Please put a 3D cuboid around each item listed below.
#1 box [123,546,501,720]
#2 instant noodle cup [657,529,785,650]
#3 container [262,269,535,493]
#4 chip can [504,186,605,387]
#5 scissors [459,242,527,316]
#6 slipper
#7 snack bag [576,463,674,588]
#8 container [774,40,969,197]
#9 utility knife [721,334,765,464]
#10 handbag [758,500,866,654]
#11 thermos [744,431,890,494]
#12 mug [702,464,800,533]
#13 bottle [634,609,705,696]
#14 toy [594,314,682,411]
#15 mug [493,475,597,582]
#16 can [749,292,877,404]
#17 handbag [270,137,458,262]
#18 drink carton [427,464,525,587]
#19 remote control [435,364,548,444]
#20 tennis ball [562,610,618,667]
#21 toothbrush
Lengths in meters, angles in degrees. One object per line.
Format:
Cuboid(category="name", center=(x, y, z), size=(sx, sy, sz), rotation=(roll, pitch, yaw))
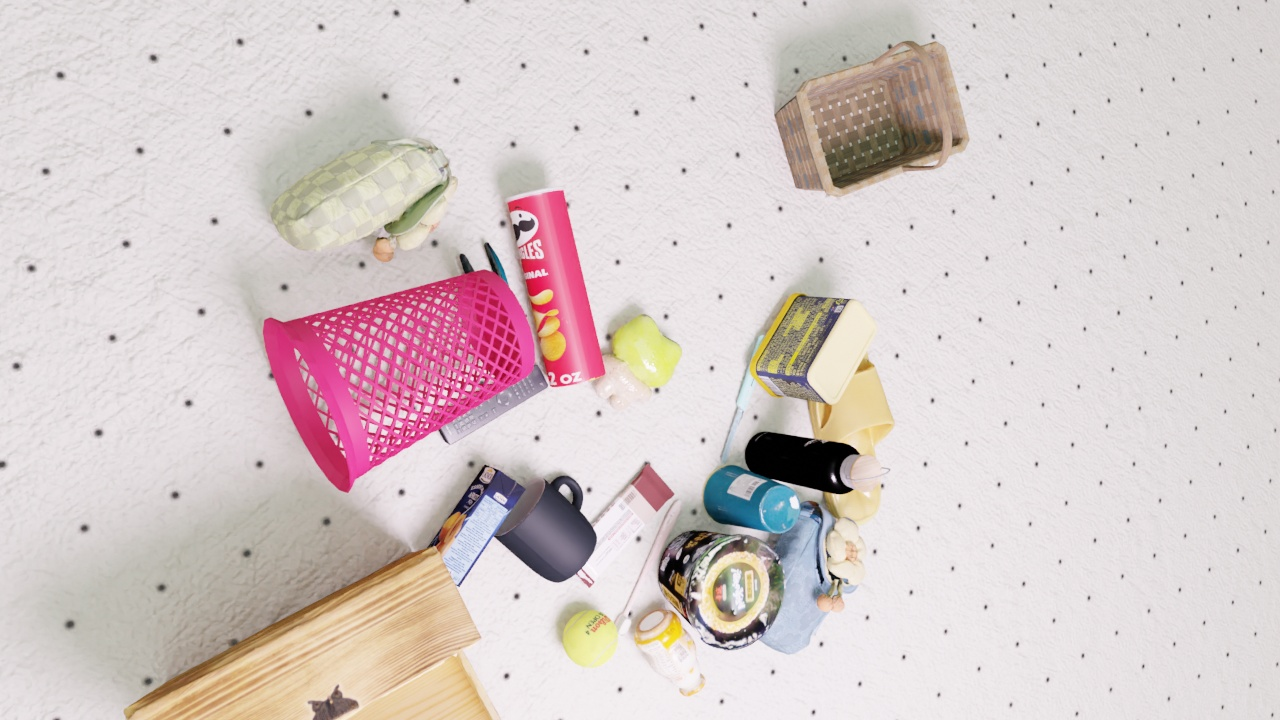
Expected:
Cuboid(category="box", center=(-0.271, 0.382, 0.889), size=(0.278, 0.283, 0.315), rotation=(-28, 90, -22))
Cuboid(category="instant noodle cup", center=(0.090, 0.270, 1.123), size=(0.137, 0.112, 0.137), rotation=(-1, 92, -25))
Cuboid(category="container", center=(-0.236, 0.003, 0.942), size=(0.225, 0.183, 0.183), rotation=(-26, 102, -30))
Cuboid(category="chip can", center=(-0.096, -0.083, 1.052), size=(0.069, 0.069, 0.220), rotation=(-16, 98, -24))
Cuboid(category="scissors", center=(-0.157, -0.067, 1.052), size=(0.128, 0.019, 0.140), rotation=(19, 85, -25))
Cuboid(category="slipper", center=(0.288, 0.094, 1.231), size=(0.099, 0.078, 0.263), rotation=(-8, 95, -23))
Cuboid(category="snack bag", center=(-0.026, 0.201, 1.121), size=(0.157, 0.013, 0.057), rotation=(-46, 106, -17))
Cuboid(category="container", center=(0.317, -0.312, 1.175), size=(0.249, 0.187, 0.157), rotation=(-23, 100, -23))
Cuboid(category="utility knife", center=(0.135, 0.049, 1.195), size=(0.022, 0.016, 0.179), rotation=(24, 84, -35))
Cuboid(category="handbag", center=(0.216, 0.284, 1.175), size=(0.191, 0.119, 0.122), rotation=(-55, 129, -18))
Cuboid(category="thermos", center=(0.213, 0.125, 1.110), size=(0.061, 0.232, 0.061), rotation=(0, 91, -25))
Cuboid(category="mug", center=(0.140, 0.175, 1.138), size=(0.078, 0.121, 0.078), rotation=(0, 91, -25))
Cuboid(category="bottle", center=(0.040, 0.361, 1.127), size=(0.063, 0.063, 0.108), rotation=(-36, 106, -20))
Cuboid(category="toy", center=(-0.007, 0.006, 1.110), size=(0.092, 0.046, 0.115), rotation=(42, 81, -19))
Cuboid(category="mug", center=(-0.101, 0.184, 1.056), size=(0.094, 0.085, 0.121), rotation=(46, 44, -19))
Cuboid(category="can", center=(0.222, -0.016, 1.173), size=(0.075, 0.104, 0.135), rotation=(43, 71, -32))
Cuboid(category="handbag", center=(-0.278, -0.158, 0.953), size=(0.186, 0.113, 0.117), rotation=(-35, 118, -17))
Cuboid(category="drink carton", center=(-0.185, 0.180, 1.018), size=(0.040, 0.064, 0.130), rotation=(39, 75, -21))
Cuboid(category="remote control", center=(-0.169, 0.049, 1.051), size=(0.136, 0.015, 0.032), rotation=(-31, 104, -24))
Cuboid(category="tennis ball", center=(-0.059, 0.327, 1.080), size=(0.065, 0.065, 0.065), rotation=(0, 91, -25))
Cuboid(category="toothbrush", center=(0.012, 0.256, 1.138), size=(0.015, 0.018, 0.181), rotation=(31, 77, -22))
